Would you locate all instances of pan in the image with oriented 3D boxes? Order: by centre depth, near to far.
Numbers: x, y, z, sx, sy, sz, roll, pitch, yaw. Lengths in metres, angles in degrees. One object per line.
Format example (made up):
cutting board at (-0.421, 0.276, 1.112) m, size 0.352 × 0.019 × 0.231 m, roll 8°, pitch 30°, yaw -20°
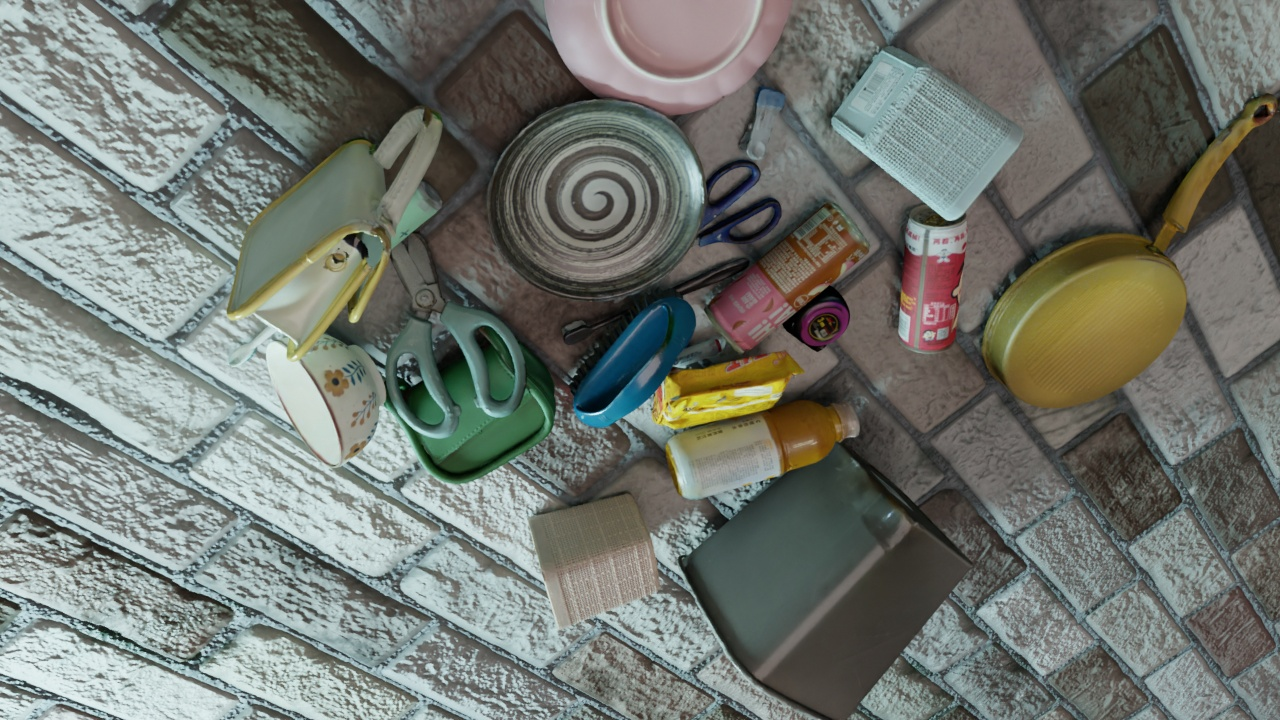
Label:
pan at (0.489, -0.101, 0.901) m, size 0.197 × 0.078 × 0.358 m, roll 24°, pitch 120°, yaw -30°

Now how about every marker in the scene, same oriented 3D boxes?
marker at (0.006, 0.008, 0.854) m, size 0.145 × 0.017 × 0.017 m, roll -18°, pitch 125°, yaw -3°

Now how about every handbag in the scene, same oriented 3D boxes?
handbag at (-0.199, -0.098, 0.639) m, size 0.179 × 0.163 × 0.063 m, roll -39°, pitch 126°, yaw 10°
handbag at (-0.145, 0.034, 0.805) m, size 0.131 × 0.068 × 0.120 m, roll -29°, pitch 116°, yaw 6°

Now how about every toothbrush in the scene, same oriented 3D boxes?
toothbrush at (-0.248, -0.064, 0.731) m, size 0.225 × 0.027 × 0.026 m, roll -38°, pitch 90°, yaw 10°
toothbrush at (0.014, -0.055, 0.818) m, size 0.181 × 0.018 × 0.016 m, roll -22°, pitch 128°, yaw -3°

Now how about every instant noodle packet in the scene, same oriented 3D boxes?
instant noodle packet at (0.077, 0.026, 0.847) m, size 0.128 × 0.044 × 0.111 m, roll -10°, pitch 165°, yaw -8°

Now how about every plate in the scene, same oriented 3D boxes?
plate at (0.027, -0.268, 0.666) m, size 0.192 × 0.039 × 0.193 m, roll -7°, pitch 124°, yaw -11°
plate at (-0.035, -0.128, 0.746) m, size 0.179 × 0.024 × 0.180 m, roll -6°, pitch 125°, yaw -8°

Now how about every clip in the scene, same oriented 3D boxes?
clip at (0.098, -0.193, 0.748) m, size 0.025 × 0.032 × 0.057 m, roll 10°, pitch 115°, yaw -24°

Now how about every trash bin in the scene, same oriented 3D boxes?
trash bin at (0.192, 0.217, 0.947) m, size 0.199 × 0.198 × 0.220 m, roll 36°, pitch 100°, yaw -33°

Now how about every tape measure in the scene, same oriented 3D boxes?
tape measure at (0.163, -0.043, 0.851) m, size 0.057 × 0.039 × 0.058 m, roll 29°, pitch 116°, yaw -29°

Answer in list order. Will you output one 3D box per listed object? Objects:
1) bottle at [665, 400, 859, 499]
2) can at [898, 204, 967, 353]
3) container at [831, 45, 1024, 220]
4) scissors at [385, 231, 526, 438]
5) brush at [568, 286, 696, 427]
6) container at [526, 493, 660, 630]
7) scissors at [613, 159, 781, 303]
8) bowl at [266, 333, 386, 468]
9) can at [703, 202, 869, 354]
bottle at (0.121, 0.082, 0.903) m, size 0.189 × 0.068 × 0.068 m, roll -16°, pitch 125°, yaw -6°
can at (0.270, -0.075, 0.850) m, size 0.053 × 0.053 × 0.133 m, roll -12°, pitch 124°, yaw -8°
container at (0.228, -0.188, 0.745) m, size 0.111 × 0.090 × 0.090 m, roll 26°, pitch 112°, yaw -26°
scissors at (-0.151, -0.028, 0.747) m, size 0.143 × 0.019 × 0.180 m, roll -8°, pitch 97°, yaw 3°
brush at (-0.005, 0.005, 0.797) m, size 0.055 × 0.073 × 0.144 m, roll 32°, pitch 108°, yaw -30°
container at (-0.045, 0.198, 0.921) m, size 0.111 × 0.090 × 0.090 m, roll -16°, pitch 125°, yaw -8°
scissors at (0.038, -0.112, 0.789) m, size 0.172 × 0.012 × 0.133 m, roll -10°, pitch 126°, yaw -8°
bowl at (-0.250, 0.024, 0.750) m, size 0.062 × 0.113 × 0.114 m, roll -31°, pitch 133°, yaw -35°
can at (0.129, -0.072, 0.810) m, size 0.147 × 0.058 × 0.058 m, roll -40°, pitch 124°, yaw 12°
